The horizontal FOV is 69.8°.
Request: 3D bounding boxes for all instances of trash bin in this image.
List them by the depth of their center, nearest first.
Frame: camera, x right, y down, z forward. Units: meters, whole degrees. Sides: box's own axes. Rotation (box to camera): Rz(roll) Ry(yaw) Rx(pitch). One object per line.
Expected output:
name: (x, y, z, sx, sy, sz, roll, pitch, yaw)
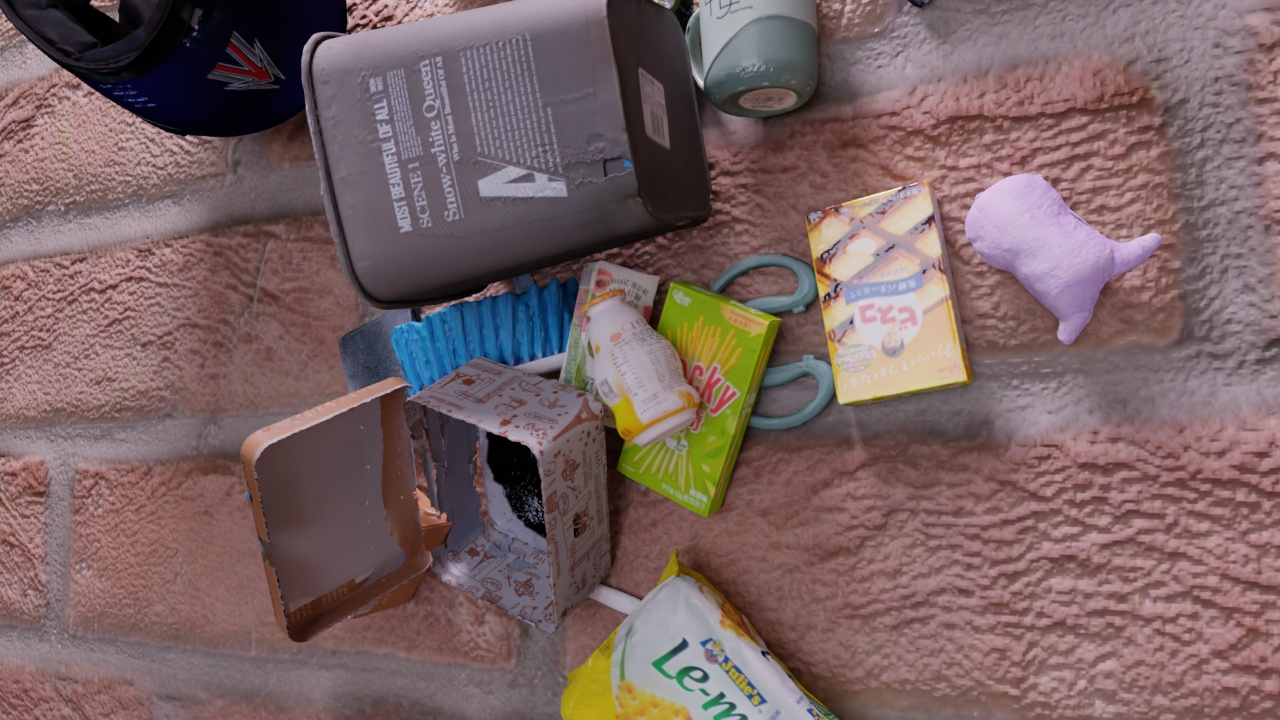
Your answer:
trash bin: (-0.082, -0.152, 0.651, 0.220, 0.198, 0.199, -7, 97, 24)

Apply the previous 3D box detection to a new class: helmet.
helmet: (-0.408, -0.346, 0.818, 0.315, 0.240, 0.248, 45, 107, 10)

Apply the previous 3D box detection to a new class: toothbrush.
toothbrush: (-0.070, 0.177, 0.748, 0.180, 0.016, 0.016, 14, 107, 26)

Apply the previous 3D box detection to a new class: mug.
mug: (0.075, -0.234, 0.665, 0.112, 0.082, 0.106, -7, 84, 49)

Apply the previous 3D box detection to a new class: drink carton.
drink carton: (-0.028, -0.012, 0.710, 0.045, 0.053, 0.122, -163, 86, -70)

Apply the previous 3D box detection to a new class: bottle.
bottle: (-0.004, 0.004, 0.649, 0.063, 0.063, 0.108, -31, 78, 22)

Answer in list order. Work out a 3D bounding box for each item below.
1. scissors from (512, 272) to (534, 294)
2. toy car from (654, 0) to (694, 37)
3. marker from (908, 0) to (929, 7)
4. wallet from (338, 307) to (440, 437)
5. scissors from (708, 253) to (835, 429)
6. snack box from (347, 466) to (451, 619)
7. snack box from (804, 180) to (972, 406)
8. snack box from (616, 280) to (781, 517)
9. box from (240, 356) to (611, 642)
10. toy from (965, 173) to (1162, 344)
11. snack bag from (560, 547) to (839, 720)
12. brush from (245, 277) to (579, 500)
scissors: (-0.119, -0.096, 0.789, 0.072, 0.017, 0.137, -15, 84, 20)
toy car: (0.016, -0.247, 0.713, 0.035, 0.042, 0.090, 22, 97, 28)
marker: (0.227, -0.299, 0.622, 0.022, 0.018, 0.131, 38, 104, 14)
wallet: (-0.230, 0.017, 0.838, 0.097, 0.019, 0.120, -23, 76, 25)
scissors: (0.063, -0.022, 0.689, 0.179, 0.019, 0.161, 6, 94, 31)
snack box: (-0.236, 0.153, 0.800, 0.094, 0.077, 0.093, 35, 103, 23)
snack box: (0.169, -0.044, 0.630, 0.087, 0.033, 0.140, -12, 83, 26)
snack box: (0.041, 0.028, 0.678, 0.086, 0.026, 0.156, 26, 110, 28)
box: (-0.136, 0.117, 0.659, 0.158, 0.216, 0.181, 25, 126, 36)
toy: (0.258, -0.076, 0.582, 0.108, 0.039, 0.084, 47, 108, 24)
snack bag: (0.062, 0.273, 0.647, 0.246, 0.068, 0.158, 44, 107, 22)
brush: (-0.189, 0.024, 0.752, 0.314, 0.060, 0.109, -16, 89, 4)
